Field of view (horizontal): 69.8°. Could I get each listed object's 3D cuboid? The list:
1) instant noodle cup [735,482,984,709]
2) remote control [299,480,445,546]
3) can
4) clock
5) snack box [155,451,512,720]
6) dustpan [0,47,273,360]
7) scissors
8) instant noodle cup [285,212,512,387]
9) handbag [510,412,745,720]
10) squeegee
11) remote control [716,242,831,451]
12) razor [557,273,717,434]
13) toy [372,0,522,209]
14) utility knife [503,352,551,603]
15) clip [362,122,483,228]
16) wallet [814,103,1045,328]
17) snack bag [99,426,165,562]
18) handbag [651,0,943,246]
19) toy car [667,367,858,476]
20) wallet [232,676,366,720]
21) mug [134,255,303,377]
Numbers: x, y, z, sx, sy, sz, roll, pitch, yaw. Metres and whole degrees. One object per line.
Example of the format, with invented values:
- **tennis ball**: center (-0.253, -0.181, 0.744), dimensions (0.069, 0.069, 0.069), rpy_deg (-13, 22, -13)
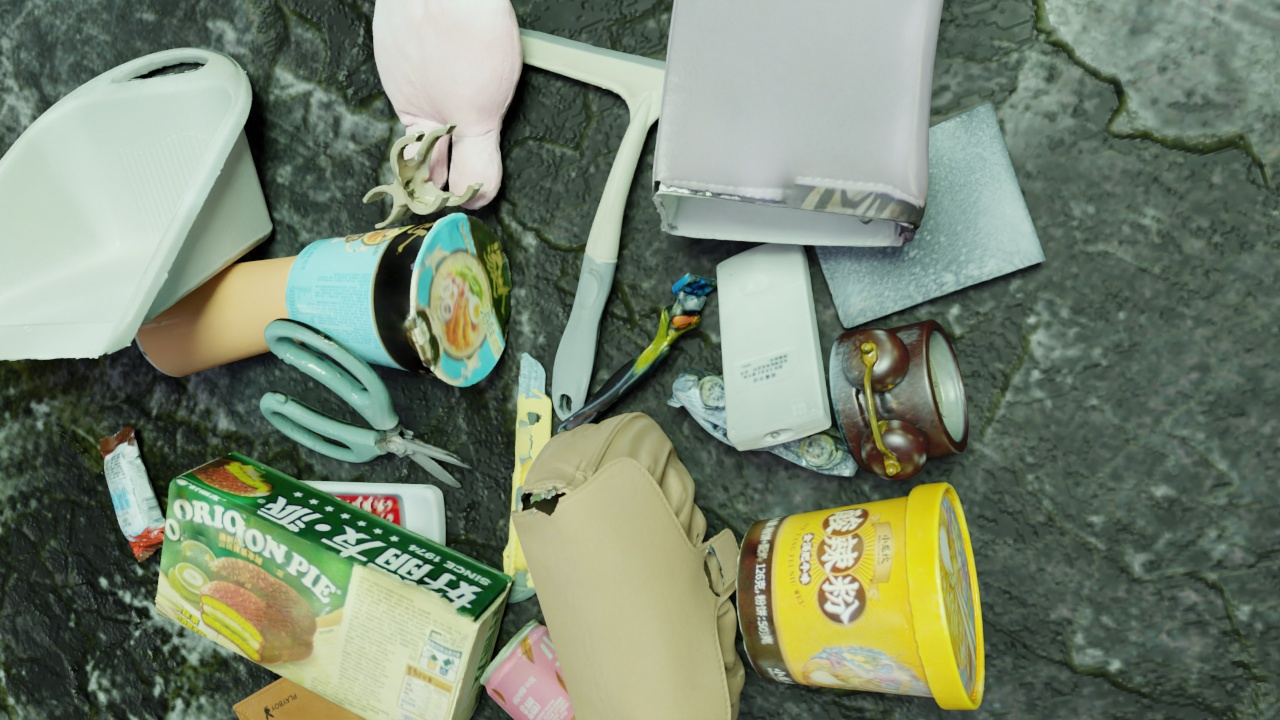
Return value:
- **instant noodle cup**: center (0.124, 0.132, 0.516), dimensions (0.115, 0.118, 0.118), rpy_deg (-9, 90, 27)
- **remote control**: center (-0.205, 0.117, 0.668), dimensions (0.136, 0.020, 0.056), rpy_deg (0, 92, 18)
- **can**: center (-0.034, 0.239, 0.599), dimensions (0.147, 0.057, 0.058), rpy_deg (39, 104, 12)
- **clock**: center (0.139, 0.021, 0.500), dimensions (0.055, 0.121, 0.082), rpy_deg (-13, 89, 31)
- **snack box**: center (-0.215, 0.163, 0.634), dimensions (0.240, 0.063, 0.115), rpy_deg (21, 109, 13)
- **dustpan**: center (-0.378, -0.119, 0.623), dimensions (0.223, 0.257, 0.143), rpy_deg (-2, 116, 18)
- **scissors**: center (-0.203, 0.044, 0.639), dimensions (0.177, 0.019, 0.174), rpy_deg (-23, 121, 43)
- **instant noodle cup**: center (-0.164, -0.041, 0.607), dimensions (0.121, 0.111, 0.111), rpy_deg (4, 94, 24)
- **handbag**: center (0.002, 0.134, 0.534), dimensions (0.100, 0.147, 0.204), rpy_deg (-17, 92, 20)
- **squeegee**: center (-0.022, -0.074, 0.588), dimensions (0.247, 0.039, 0.247), rpy_deg (19, 99, 16)
- **remote control**: center (0.074, -0.013, 0.529), dimensions (0.056, 0.019, 0.134), rpy_deg (-18, 48, 21)
- **razor**: center (-0.003, 0.003, 0.577), dimensions (0.143, 0.042, 0.022), rpy_deg (-47, 69, 17)
- **toy**: center (-0.129, -0.182, 0.604), dimensions (0.121, 0.054, 0.159), rpy_deg (13, 109, 32)
- **utility knife**: center (-0.077, 0.083, 0.630), dimensions (0.031, 0.019, 0.175), rpy_deg (5, 90, 12)
- **clip**: center (-0.139, -0.103, 0.594), dimensions (0.089, 0.034, 0.104), rpy_deg (50, 134, 8)
- **wallet**: center (0.161, -0.083, 0.540), dimensions (0.121, 0.019, 0.097), rpy_deg (-19, 85, 19)
- **snack bag**: center (-0.403, 0.105, 0.728), dimensions (0.045, 0.026, 0.105), rpy_deg (-24, 85, 27)
- **handbag**: center (0.089, -0.166, 0.502), dimensions (0.145, 0.098, 0.197), rpy_deg (6, 83, 11)
- **toy car**: center (0.074, 0.039, 0.555), dimensions (0.121, 0.054, 0.037), rpy_deg (25, 98, 15)
- **wallet**: center (-0.234, 0.292, 0.683), dimensions (0.108, 0.031, 0.131), rpy_deg (-31, 82, 16)
- **mug**: center (-0.286, -0.035, 0.660), dimensions (0.123, 0.078, 0.078), rpy_deg (-9, 90, 13)
